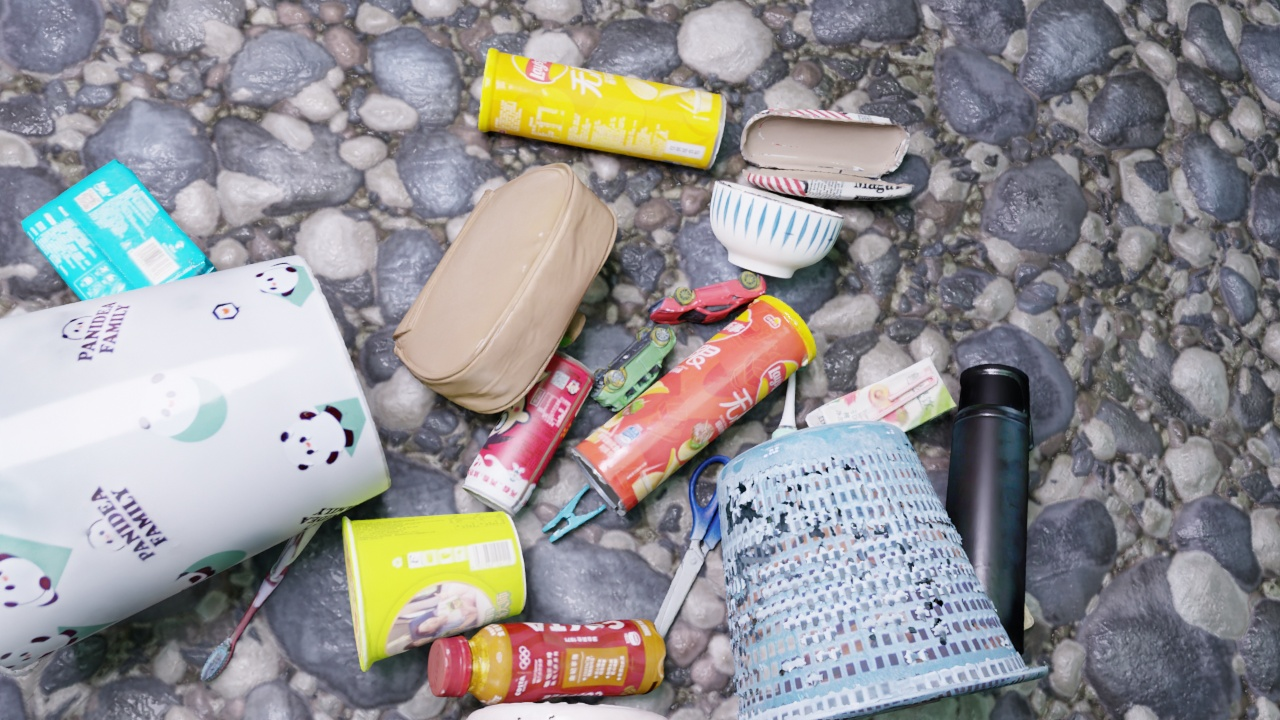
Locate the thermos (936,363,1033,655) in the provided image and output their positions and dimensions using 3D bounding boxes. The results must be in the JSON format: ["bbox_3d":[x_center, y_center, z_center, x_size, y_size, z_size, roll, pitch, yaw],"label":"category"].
[{"bbox_3d":[0.305,0.127,0.786,0.090,0.069,0.242,26,64,-24],"label":"thermos"}]

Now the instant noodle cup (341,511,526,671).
[{"bbox_3d":[-0.154,0.163,0.690,0.123,0.112,0.111,-7,77,-21],"label":"instant noodle cup"}]

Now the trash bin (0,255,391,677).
[{"bbox_3d":[-0.324,0.052,0.628,0.251,0.230,0.229,-21,81,-21],"label":"trash bin"}]

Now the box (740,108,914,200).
[{"bbox_3d":[0.175,-0.178,0.848,0.162,0.076,0.088,2,52,-13],"label":"box"}]

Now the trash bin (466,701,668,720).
[{"bbox_3d":[-0.052,0.340,0.618,0.227,0.228,0.191,6,63,-9],"label":"trash bin"}]

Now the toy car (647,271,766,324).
[{"bbox_3d":[0.059,-0.050,0.807,0.106,0.049,0.031,-12,77,-15],"label":"toy car"}]

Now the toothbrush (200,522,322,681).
[{"bbox_3d":[-0.279,0.160,0.707,0.016,0.017,0.187,31,73,-3],"label":"toothbrush"}]

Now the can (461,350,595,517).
[{"bbox_3d":[-0.091,0.058,0.749,0.053,0.053,0.132,30,73,-3],"label":"can"}]

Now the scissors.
[{"bbox_3d":[0.058,0.166,0.773,0.108,0.012,0.174,6,77,-9],"label":"scissors"}]

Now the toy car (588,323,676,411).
[{"bbox_3d":[-0.005,0.005,0.784,0.036,0.043,0.091,45,81,-14],"label":"toy car"}]

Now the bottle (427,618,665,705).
[{"bbox_3d":[-0.068,0.224,0.684,0.174,0.058,0.057,7,74,-29],"label":"bottle"}]

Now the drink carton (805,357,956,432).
[{"bbox_3d":[0.215,0.045,0.815,0.122,0.046,0.053,-23,81,-16],"label":"drink carton"}]

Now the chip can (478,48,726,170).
[{"bbox_3d":[-0.035,-0.222,0.819,0.213,0.072,0.072,8,75,-9],"label":"chip can"}]

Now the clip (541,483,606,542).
[{"bbox_3d":[-0.056,0.129,0.759,0.056,0.014,0.039,-39,86,-16],"label":"clip"}]

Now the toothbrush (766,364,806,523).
[{"bbox_3d":[0.125,0.094,0.796,0.026,0.027,0.224,25,67,-48],"label":"toothbrush"}]

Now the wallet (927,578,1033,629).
[{"bbox_3d":[0.294,0.191,0.806,0.087,0.024,0.115,-18,78,-18],"label":"wallet"}]

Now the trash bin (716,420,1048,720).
[{"bbox_3d":[0.150,0.158,0.674,0.226,0.227,0.194,-6,66,-12],"label":"trash bin"}]

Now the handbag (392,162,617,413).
[{"bbox_3d":[-0.106,-0.056,0.739,0.100,0.148,0.204,44,68,-40],"label":"handbag"}]

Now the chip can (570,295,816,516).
[{"bbox_3d":[0.045,0.035,0.766,0.216,0.073,0.073,-38,86,-12],"label":"chip can"}]

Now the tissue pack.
[{"bbox_3d":[-0.410,-0.086,0.725,0.093,0.050,0.133,-41,86,-15],"label":"tissue pack"}]

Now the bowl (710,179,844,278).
[{"bbox_3d":[0.113,-0.112,0.808,0.116,0.116,0.066,14,105,-7],"label":"bowl"}]
